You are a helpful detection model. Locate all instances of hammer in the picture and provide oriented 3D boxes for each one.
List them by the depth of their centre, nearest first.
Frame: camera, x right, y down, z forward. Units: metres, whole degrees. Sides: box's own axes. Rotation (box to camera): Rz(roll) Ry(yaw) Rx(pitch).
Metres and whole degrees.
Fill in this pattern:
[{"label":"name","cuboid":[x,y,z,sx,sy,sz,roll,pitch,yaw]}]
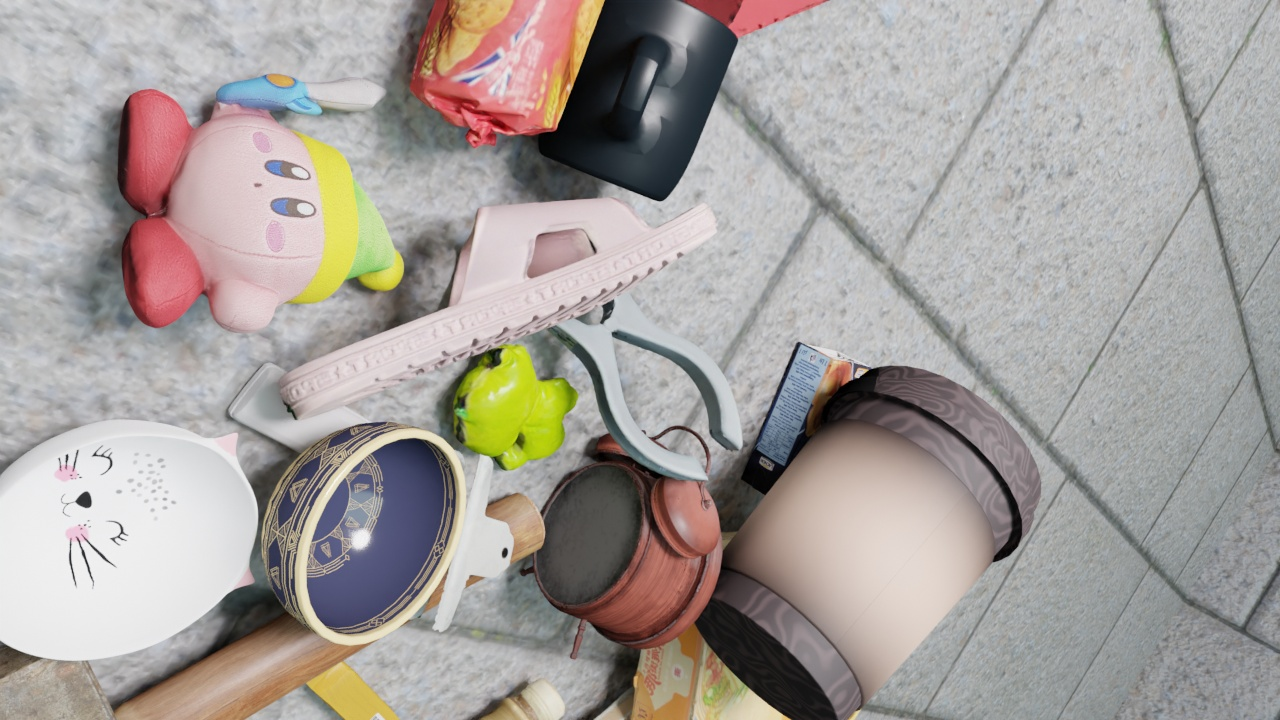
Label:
[{"label":"hammer","cuboid":[-0.178,0.161,0.525,0.299,0.037,0.158,-27,115,-35]}]

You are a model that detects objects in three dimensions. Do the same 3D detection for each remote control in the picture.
[{"label":"remote control","cuboid":[-0.163,0.045,0.505,0.033,0.012,0.131,-53,137,-6]}]

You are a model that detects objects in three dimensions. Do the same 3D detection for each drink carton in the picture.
[{"label":"drink carton","cuboid":[0.138,0.054,0.768,0.064,0.040,0.130,11,105,-45]}]

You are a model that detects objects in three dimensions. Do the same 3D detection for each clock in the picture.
[{"label":"clock","cuboid":[-0.005,0.114,0.616,0.072,0.120,0.158,33,97,-40]}]

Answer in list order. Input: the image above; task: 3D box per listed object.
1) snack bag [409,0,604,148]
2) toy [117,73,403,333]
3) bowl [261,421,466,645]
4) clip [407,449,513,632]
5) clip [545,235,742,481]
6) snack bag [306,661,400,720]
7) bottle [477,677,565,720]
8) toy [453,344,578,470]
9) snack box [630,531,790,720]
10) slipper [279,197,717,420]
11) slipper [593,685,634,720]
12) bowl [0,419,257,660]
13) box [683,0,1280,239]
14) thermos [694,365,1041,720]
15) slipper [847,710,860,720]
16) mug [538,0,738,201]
[{"label":"snack bag","cuboid":[-0.053,-0.186,0.434,0.082,0.082,0.176,13,103,-46]},{"label":"toy","cuboid":[-0.162,-0.068,0.415,0.131,0.097,0.124,-3,75,-34]},{"label":"bowl","cuboid":[-0.151,0.082,0.477,0.112,0.061,0.112,-34,132,-50]},{"label":"clip","cuboid":[-0.098,0.108,0.538,0.056,0.056,0.102,18,76,-14]},{"label":"clip","cuboid":[-0.016,0.014,0.551,0.112,0.028,0.163,-39,94,-20]},{"label":"snack bag","cuboid":[-0.179,0.219,0.582,0.026,0.020,0.099,-44,135,-23]},{"label":"bottle","cuboid":[-0.126,0.285,0.641,0.165,0.060,0.060,-32,131,-29]},{"label":"toy","cuboid":[-0.077,0.030,0.561,0.093,0.036,0.094,-9,125,-45]},{"label":"snack box","cuboid":[0.066,0.241,0.757,0.145,0.081,0.195,7,92,-45]},{"label":"slipper","cuboid":[-0.076,-0.042,0.478,0.239,0.094,0.064,-25,91,-16]},{"label":"slipper","cuboid":[-0.077,0.339,0.724,0.262,0.052,0.115,-24,132,-45]},{"label":"bowl","cuboid":[-0.242,0.074,0.421,0.114,0.050,0.115,-21,126,-33]},{"label":"box","cuboid":[0.196,-0.198,0.472,0.216,0.351,0.198,-32,168,-28]},{"label":"thermos","cuboid":[0.156,0.135,0.662,0.225,0.173,0.173,-42,135,-24]},{"label":"slipper","cuboid":[0.163,0.343,0.909,0.263,0.099,0.078,-50,127,-3]},{"label":"mug","cuboid":[-0.003,-0.138,0.476,0.085,0.121,0.094,20,100,-7]}]
